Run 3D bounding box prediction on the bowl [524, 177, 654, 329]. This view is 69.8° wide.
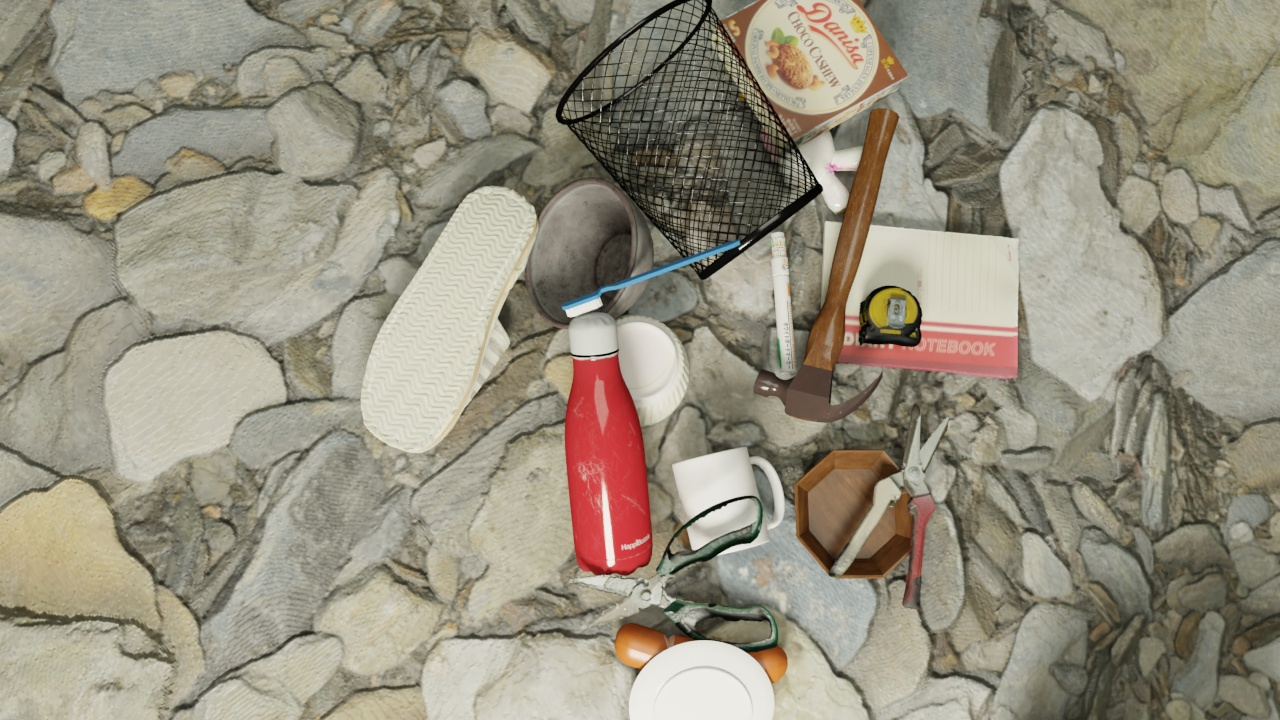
[{"bbox_3d":[-0.039,-0.097,0.887,0.145,0.067,0.145,-8,78,40],"label":"bowl"}]

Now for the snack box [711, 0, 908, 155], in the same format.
[{"bbox_3d":[0.170,-0.306,0.929,0.147,0.041,0.143,-30,85,-7],"label":"snack box"}]

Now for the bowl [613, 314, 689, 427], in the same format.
[{"bbox_3d":[-0.005,0.005,0.892,0.115,0.062,0.115,1,80,-5],"label":"bowl"}]

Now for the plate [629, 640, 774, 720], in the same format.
[{"bbox_3d":[0.057,0.321,0.844,0.134,0.011,0.134,0,103,-1],"label":"plate"}]

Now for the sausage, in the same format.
[{"bbox_3d":[0.057,0.279,0.863,0.164,0.039,0.044,9,90,-3],"label":"sausage"}]

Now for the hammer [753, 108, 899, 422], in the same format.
[{"bbox_3d":[0.205,-0.096,0.908,0.115,0.033,0.322,13,82,17],"label":"hammer"}]

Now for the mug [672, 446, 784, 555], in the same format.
[{"bbox_3d":[0.092,0.132,0.881,0.110,0.074,0.090,-8,80,-32],"label":"mug"}]

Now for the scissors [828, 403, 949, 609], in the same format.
[{"bbox_3d":[0.250,0.147,0.885,0.179,0.015,0.186,-23,82,-8],"label":"scissors"}]

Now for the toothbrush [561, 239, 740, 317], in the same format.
[{"bbox_3d":[0.010,-0.073,0.810,0.166,0.016,0.014,-20,107,-3],"label":"toothbrush"}]

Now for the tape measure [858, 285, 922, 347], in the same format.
[{"bbox_3d":[0.252,-0.045,0.923,0.061,0.034,0.061,1,80,-4],"label":"tape measure"}]

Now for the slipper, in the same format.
[{"bbox_3d":[-0.181,-0.041,0.890,0.114,0.054,0.272,23,84,4],"label":"slipper"}]

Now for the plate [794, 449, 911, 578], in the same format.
[{"bbox_3d":[0.210,0.151,0.904,0.131,0.025,0.131,1,80,-4],"label":"plate"}]

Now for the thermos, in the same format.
[{"bbox_3d":[-0.033,0.075,0.834,0.073,0.073,0.240,-6,103,-6],"label":"thermos"}]

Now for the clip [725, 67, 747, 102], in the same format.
[{"bbox_3d":[0.115,-0.307,0.970,0.046,0.037,0.053,39,81,-5],"label":"clip"}]

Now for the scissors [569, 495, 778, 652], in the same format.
[{"bbox_3d":[0.040,0.185,0.820,0.206,0.015,0.180,12,106,-8],"label":"scissors"}]

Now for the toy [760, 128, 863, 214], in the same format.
[{"bbox_3d":[0.180,-0.211,0.957,0.122,0.038,0.079,32,89,-1],"label":"toy"}]

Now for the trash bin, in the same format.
[{"bbox_3d":[0.055,-0.204,0.880,0.184,0.184,0.210,-37,91,-10],"label":"trash bin"}]

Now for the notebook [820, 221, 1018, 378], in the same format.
[{"bbox_3d":[0.291,-0.063,0.953,0.208,0.012,0.153,4,80,-3],"label":"notebook"}]

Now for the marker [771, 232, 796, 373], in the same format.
[{"bbox_3d":[0.146,-0.060,0.938,0.017,0.017,0.145,-2,81,-5],"label":"marker"}]
